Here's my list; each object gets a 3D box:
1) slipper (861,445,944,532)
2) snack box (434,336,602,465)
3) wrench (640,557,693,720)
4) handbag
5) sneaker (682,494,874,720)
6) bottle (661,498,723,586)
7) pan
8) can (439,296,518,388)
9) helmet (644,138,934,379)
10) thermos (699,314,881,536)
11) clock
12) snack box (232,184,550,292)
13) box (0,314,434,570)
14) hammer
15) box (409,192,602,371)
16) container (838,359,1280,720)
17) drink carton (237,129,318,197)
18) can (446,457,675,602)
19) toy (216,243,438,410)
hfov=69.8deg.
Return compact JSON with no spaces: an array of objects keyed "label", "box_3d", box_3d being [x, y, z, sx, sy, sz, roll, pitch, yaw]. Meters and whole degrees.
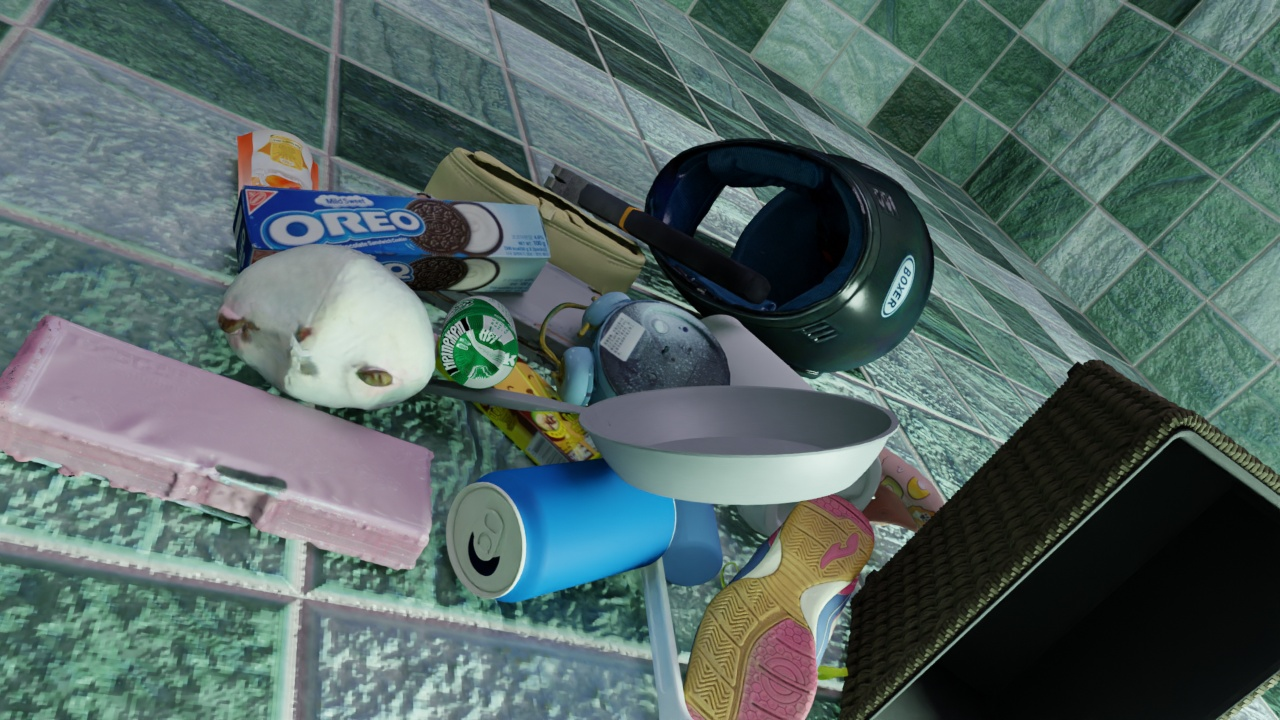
[{"label":"slipper","box_3d":[0.204,0.119,0.880,0.197,0.081,0.093,36,-17,52]},{"label":"snack box","box_3d":[-0.094,0.032,0.715,0.149,0.026,0.061,42,26,9]},{"label":"wrench","box_3d":[0.012,0.168,0.613,0.009,0.047,0.273,34,24,-25]},{"label":"handbag","box_3d":[-0.097,-0.132,0.906,0.232,0.089,0.190,28,22,-20]},{"label":"sneaker","box_3d":[0.094,0.198,0.639,0.116,0.091,0.241,36,46,9]},{"label":"bottle","box_3d":[0.033,0.112,0.717,0.048,0.048,0.131,27,29,-20]},{"label":"pan","box_3d":[-0.013,0.041,0.612,0.357,0.051,0.200,2,10,17]},{"label":"can","box_3d":[-0.113,-0.014,0.644,0.053,0.053,0.101,30,5,-14]},{"label":"helmet","box_3d":[0.181,-0.116,1.066,0.316,0.249,0.235,25,3,33]},{"label":"thermos","box_3d":[0.110,0.051,0.839,0.131,0.132,0.221,17,26,-35]},{"label":"clock","box_3d":[-0.004,0.004,0.735,0.162,0.060,0.117,34,51,-5]},{"label":"snack box","box_3d":[-0.182,-0.088,0.695,0.226,0.060,0.059,-1,63,-31]},{"label":"box","box_3d":[-0.228,0.049,0.518,0.232,0.037,0.098,23,25,-27]},{"label":"hammer","box_3d":[0.014,-0.132,0.950,0.312,0.035,0.139,35,9,39]},{"label":"box","box_3d":[-0.116,-0.059,0.783,0.216,0.063,0.081,29,49,-8]},{"label":"container","box_3d":[0.310,0.166,0.685,0.176,0.322,0.204,36,20,-3]},{"label":"drink carton","box_3d":[-0.290,-0.133,0.737,0.069,0.039,0.122,16,40,-37]},{"label":"can","box_3d":[-0.047,0.106,0.595,0.145,0.079,0.079,0,45,-51]},{"label":"toy","box_3d":[-0.196,-0.024,0.613,0.139,0.101,0.179,21,4,-1]}]
